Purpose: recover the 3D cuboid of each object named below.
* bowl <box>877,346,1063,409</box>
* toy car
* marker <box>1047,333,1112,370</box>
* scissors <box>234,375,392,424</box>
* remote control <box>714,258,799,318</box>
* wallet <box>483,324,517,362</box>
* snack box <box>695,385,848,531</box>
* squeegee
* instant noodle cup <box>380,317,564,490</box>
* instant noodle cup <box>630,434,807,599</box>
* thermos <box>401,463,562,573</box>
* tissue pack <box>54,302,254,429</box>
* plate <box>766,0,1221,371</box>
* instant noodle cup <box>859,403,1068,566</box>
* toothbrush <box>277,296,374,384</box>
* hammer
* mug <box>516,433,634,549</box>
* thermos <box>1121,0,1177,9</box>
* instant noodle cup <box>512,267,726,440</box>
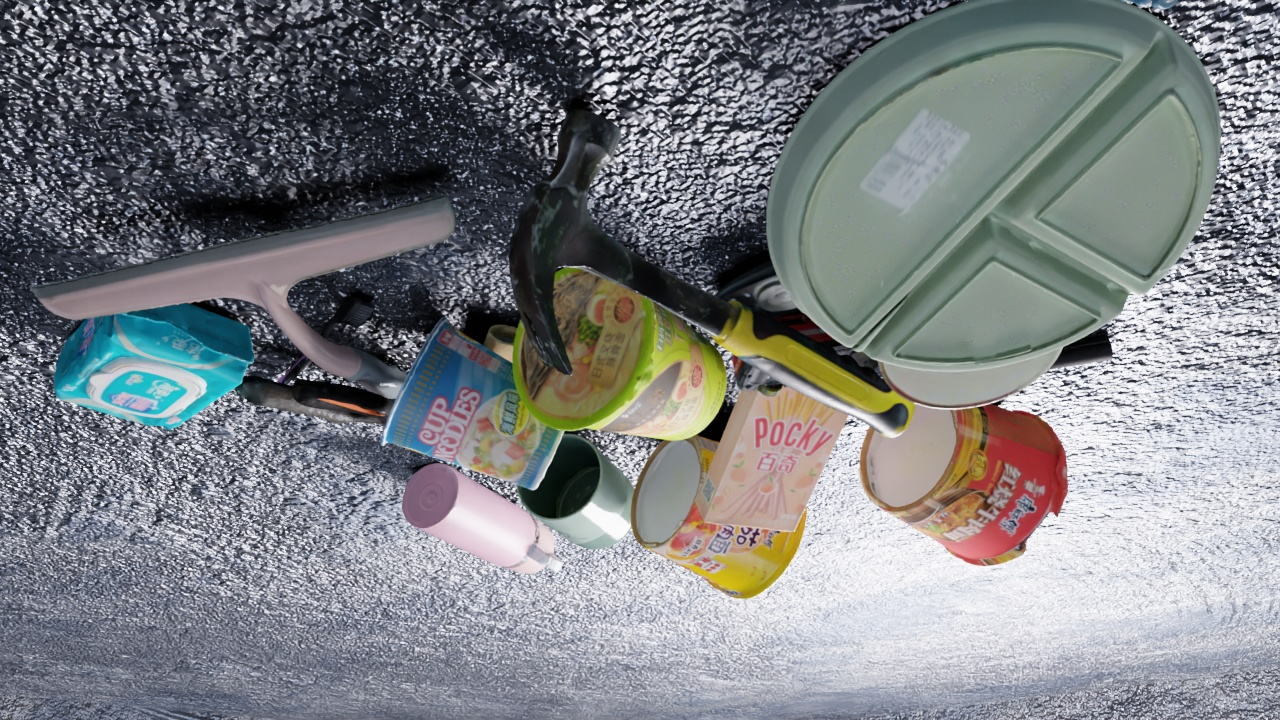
[{"bbox_3d":[0.204,-0.029,0.588,0.113,0.062,0.114,0,135,0],"label":"bowl"},{"bbox_3d":[0.122,-0.009,0.649,0.120,0.045,0.053,-5,148,-18],"label":"toy car"},{"bbox_3d":[0.289,0.001,0.703,0.132,0.020,0.022,-10,136,14],"label":"marker"},{"bbox_3d":[-0.195,0.046,0.716,0.229,0.021,0.190,15,167,-27],"label":"scissors"},{"bbox_3d":[0.107,-0.055,0.586,0.137,0.024,0.053,-19,148,31],"label":"remote control"},{"bbox_3d":[-0.084,0.012,0.706,0.087,0.024,0.115,13,147,-15],"label":"wallet"},{"bbox_3d":[0.108,0.065,0.724,0.084,0.026,0.157,9,118,-19],"label":"snack box"},{"bbox_3d":[-0.201,-0.008,0.612,0.248,0.040,0.250,-12,159,6],"label":"squeegee"},{"bbox_3d":[-0.108,0.036,0.637,0.110,0.099,0.099,25,147,-6],"label":"instant noodle cup"},{"bbox_3d":[0.064,0.134,0.827,0.109,0.137,0.138,24,143,-25],"label":"instant noodle cup"},{"bbox_3d":[-0.151,0.173,0.937,0.087,0.067,0.198,25,166,36],"label":"thermos"},{"bbox_3d":[-0.340,0.000,0.641,0.134,0.050,0.093,-26,142,37],"label":"tissue pack"},{"bbox_3d":[0.182,-0.076,0.481,0.230,0.027,0.231,1,133,0],"label":"plate"},{"bbox_3d":[0.255,0.087,0.755,0.108,0.137,0.138,23,144,-23],"label":"instant noodle cup"},{"bbox_3d":[-0.242,-0.003,0.678,0.017,0.014,0.190,18,146,-34],"label":"toothbrush"},{"bbox_3d":[0.061,-0.015,0.549,0.323,0.126,0.032,25,177,-36],"label":"hammer"},{"bbox_3d":[-0.065,0.121,0.856,0.112,0.082,0.106,19,163,29],"label":"mug"},{"bbox_3d":[0.116,-0.183,0.315,0.220,0.070,0.070,8,150,-19],"label":"thermos"},{"bbox_3d":[-0.004,0.004,0.617,0.112,0.111,0.123,-20,155,30],"label":"instant noodle cup"}]
